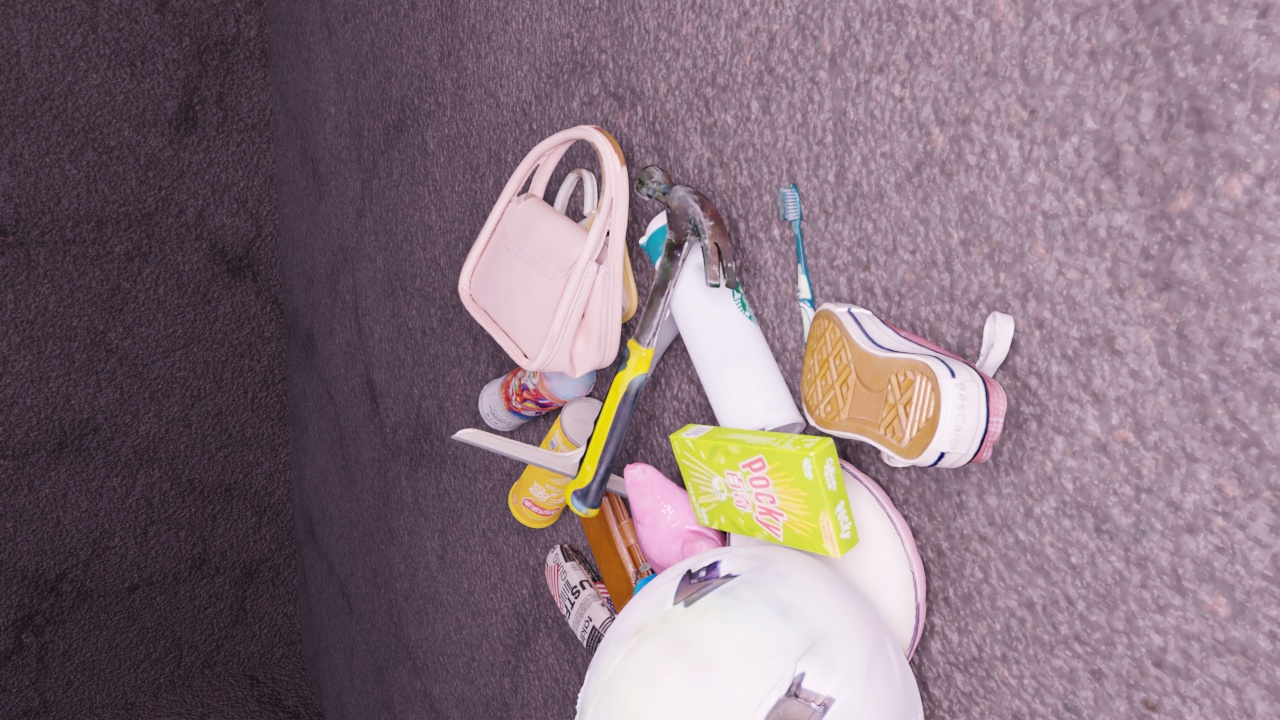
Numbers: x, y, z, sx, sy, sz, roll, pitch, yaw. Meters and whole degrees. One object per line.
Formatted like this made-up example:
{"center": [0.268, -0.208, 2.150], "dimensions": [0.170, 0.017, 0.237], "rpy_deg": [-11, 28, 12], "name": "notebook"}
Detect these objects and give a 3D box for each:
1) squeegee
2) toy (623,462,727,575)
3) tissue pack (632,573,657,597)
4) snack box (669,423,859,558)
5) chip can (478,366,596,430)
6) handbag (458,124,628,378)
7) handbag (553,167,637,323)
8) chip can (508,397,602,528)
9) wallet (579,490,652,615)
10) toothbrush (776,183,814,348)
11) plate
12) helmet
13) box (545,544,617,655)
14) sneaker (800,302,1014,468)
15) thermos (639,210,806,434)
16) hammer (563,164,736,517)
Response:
{"center": [-0.011, 0.024, 0.879], "dimensions": [0.247, 0.246, 0.039], "rpy_deg": [-56, 34, 13], "name": "squeegee"}
{"center": [0.033, 0.160, 0.855], "dimensions": [0.178, 0.074, 0.195], "rpy_deg": [43, 165, 47], "name": "toy"}
{"center": [0.008, 0.284, 0.923], "dimensions": [0.156, 0.052, 0.095], "rpy_deg": [-64, -20, -68], "name": "tissue pack"}
{"center": [0.091, 0.096, 0.706], "dimensions": [0.157, 0.026, 0.086], "rpy_deg": [2, 115, 52], "name": "snack box"}
{"center": [-0.131, 0.036, 1.136], "dimensions": [0.215, 0.071, 0.071], "rpy_deg": [-25, 76, 58], "name": "chip can"}
{"center": [-0.082, -0.119, 0.911], "dimensions": [0.193, 0.093, 0.234], "rpy_deg": [39, 117, 43], "name": "handbag"}
{"center": [-0.077, -0.117, 1.020], "dimensions": [0.164, 0.063, 0.178], "rpy_deg": [-19, 77, 58], "name": "handbag"}
{"center": [-0.095, 0.127, 1.099], "dimensions": [0.214, 0.072, 0.072], "rpy_deg": [-54, 52, 49], "name": "chip can"}
{"center": [-0.027, 0.211, 1.040], "dimensions": [0.130, 0.035, 0.119], "rpy_deg": [66, 148, 23], "name": "wallet"}
{"center": [0.129, -0.045, 0.729], "dimensions": [0.016, 0.018, 0.191], "rpy_deg": [-5, 93, 59], "name": "toothbrush"}
{"center": [0.147, 0.160, 0.719], "dimensions": [0.193, 0.039, 0.192], "rpy_deg": [15, 109, 50], "name": "plate"}
{"center": [0.052, 0.241, 0.631], "dimensions": [0.229, 0.258, 0.146], "rpy_deg": [49, -178, 40], "name": "helmet"}
{"center": [-0.076, 0.291, 1.118], "dimensions": [0.164, 0.064, 0.074], "rpy_deg": [42, 147, 47], "name": "box"}
{"center": [0.176, 0.017, 0.603], "dimensions": [0.241, 0.088, 0.118], "rpy_deg": [-135, 54, -75], "name": "sneaker"}
{"center": [0.068, -0.032, 0.788], "dimensions": [0.073, 0.073, 0.224], "rpy_deg": [-50, 55, 52], "name": "thermos"}
{"center": [-0.005, 0.005, 0.799], "dimensions": [0.126, 0.031, 0.324], "rpy_deg": [44, 125, 40], "name": "hammer"}
